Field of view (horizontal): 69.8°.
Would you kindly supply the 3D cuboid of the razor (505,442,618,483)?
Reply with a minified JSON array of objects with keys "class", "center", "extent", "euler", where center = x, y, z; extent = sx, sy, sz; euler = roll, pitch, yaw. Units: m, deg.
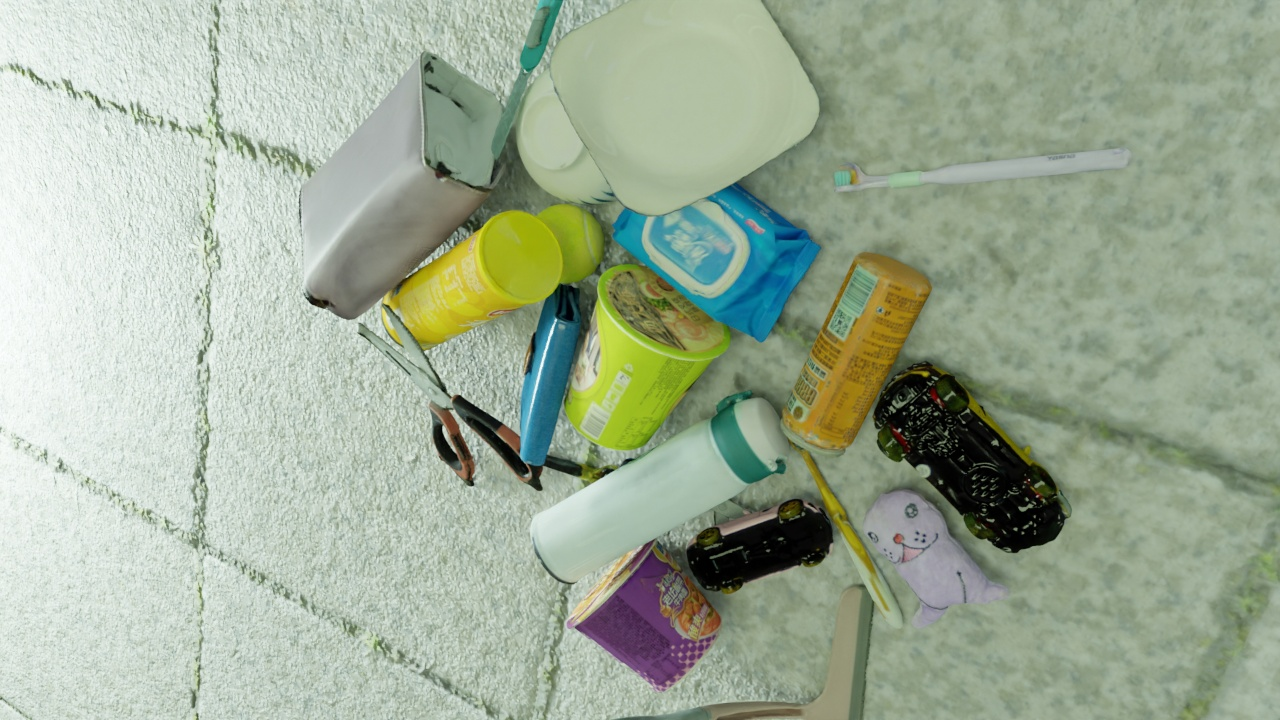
[{"class":"razor","center":[-0.064,0.099,0.835],"extent":[0.143,0.022,0.043],"euler":[15,100,22]}]

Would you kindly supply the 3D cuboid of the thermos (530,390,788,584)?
[{"class":"thermos","center":[0.015,0.102,0.743],"extent":[0.225,0.073,0.073],"euler":[-32,87,21]}]

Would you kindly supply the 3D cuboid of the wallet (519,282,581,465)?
[{"class":"wallet","center":[-0.079,0.008,0.779],"extent":[0.040,0.106,0.133],"euler":[12,111,-11]}]

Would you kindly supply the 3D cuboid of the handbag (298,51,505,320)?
[{"class":"handbag","center":[-0.205,-0.140,0.779],"extent":[0.198,0.098,0.144],"euler":[-35,42,32]}]

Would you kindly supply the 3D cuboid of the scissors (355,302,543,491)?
[{"class":"scissors","center":[-0.173,0.045,0.833],"extent":[0.189,0.015,0.227],"euler":[20,139,25]}]

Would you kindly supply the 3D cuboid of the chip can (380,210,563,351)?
[{"class":"chip can","center":[-0.148,-0.059,0.765],"extent":[0.214,0.071,0.072],"euler":[-17,95,53]}]

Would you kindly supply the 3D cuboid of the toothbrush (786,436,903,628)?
[{"class":"toothbrush","center":[0.161,0.128,0.727],"extent":[0.016,0.018,0.191],"euler":[-28,89,0]}]

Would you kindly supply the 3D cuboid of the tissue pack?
[{"class":"tissue pack","center":[0.054,-0.092,0.704],"extent":[0.157,0.052,0.095],"euler":[39,118,13]}]

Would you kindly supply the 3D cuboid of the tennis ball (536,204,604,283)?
[{"class":"tennis ball","center":[-0.062,-0.096,0.757],"extent":[0.065,0.065,0.065],"euler":[8,107,26]}]

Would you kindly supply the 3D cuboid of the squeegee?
[{"class":"squeegee","center":[0.062,0.300,0.761],"extent":[0.249,0.040,0.248],"euler":[-2,107,-12]}]

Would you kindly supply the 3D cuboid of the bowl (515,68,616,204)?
[{"class":"bowl","center":[-0.053,-0.181,0.729],"extent":[0.117,0.066,0.116],"euler":[7,106,26]}]

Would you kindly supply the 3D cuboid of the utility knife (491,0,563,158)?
[{"class":"utility knife","center":[-0.076,-0.263,0.714],"extent":[0.029,0.013,0.223],"euler":[26,97,42]}]

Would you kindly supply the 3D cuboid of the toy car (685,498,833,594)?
[{"class":"toy car","center":[0.096,0.149,0.744],"extent":[0.122,0.037,0.056],"euler":[-22,102,17]}]

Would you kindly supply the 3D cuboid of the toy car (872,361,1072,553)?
[{"class":"toy car","center":[0.235,0.071,0.659],"extent":[0.156,0.041,0.071],"euler":[45,119,5]}]

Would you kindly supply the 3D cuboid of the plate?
[{"class":"plate","center":[0.031,-0.193,0.669],"extent":[0.164,0.034,0.163],"euler":[-28,78,0]}]

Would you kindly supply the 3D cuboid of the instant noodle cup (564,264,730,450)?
[{"class":"instant noodle cup","center":[-0.004,0.004,0.737],"extent":[0.112,0.111,0.124],"euler":[38,126,14]}]

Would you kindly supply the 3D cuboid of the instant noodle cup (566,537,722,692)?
[{"class":"instant noodle cup","center":[0.009,0.219,0.787],"extent":[0.099,0.111,0.112],"euler":[43,119,1]}]

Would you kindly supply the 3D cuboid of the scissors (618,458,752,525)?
[{"class":"scissors","center":[0.065,0.109,0.770],"extent":[0.173,0.012,0.162],"euler":[25,108,12]}]

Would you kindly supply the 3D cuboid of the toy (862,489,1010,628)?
[{"class":"toy","center":[0.212,0.146,0.694],"extent":[0.084,0.038,0.108],"euler":[-40,85,36]}]

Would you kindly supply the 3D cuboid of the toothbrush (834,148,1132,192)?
[{"class":"toothbrush","center":[0.227,-0.130,0.623],"extent":[0.189,0.029,0.021],"euler":[1,144,26]}]

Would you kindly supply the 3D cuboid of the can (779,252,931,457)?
[{"class":"can","center":[0.155,-0.004,0.672],"extent":[0.058,0.058,0.146],"euler":[30,115,18]}]
